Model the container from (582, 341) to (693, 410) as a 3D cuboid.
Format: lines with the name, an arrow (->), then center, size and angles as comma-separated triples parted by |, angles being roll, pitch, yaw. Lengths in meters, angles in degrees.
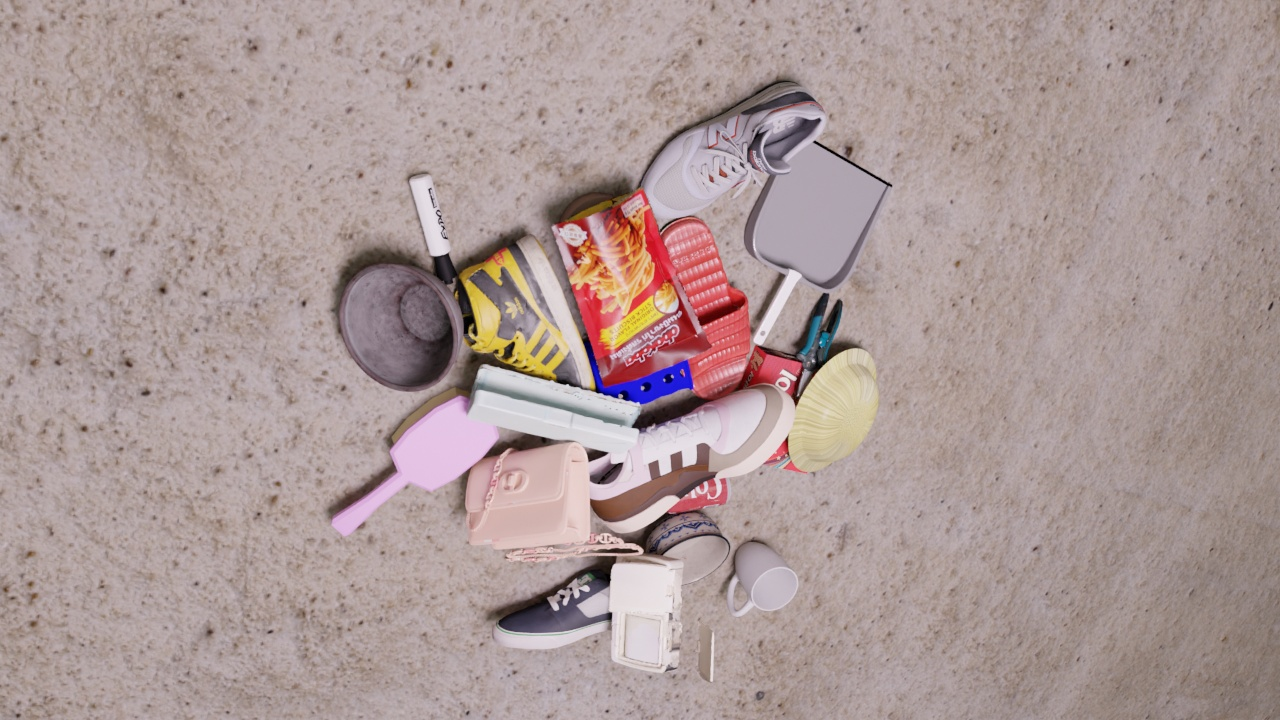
container -> -0.007, 0.007, 1.133 | 0.113, 0.084, 0.085 | -20, 117, -9

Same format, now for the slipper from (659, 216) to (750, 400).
slipper -> 0.085, -0.057, 1.153 | 0.103, 0.059, 0.249 | -20, 115, -10

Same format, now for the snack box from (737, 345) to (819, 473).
snack box -> 0.193, 0.069, 1.252 | 0.132, 0.036, 0.152 | 13, 106, -23

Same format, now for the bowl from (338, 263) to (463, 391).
bowl -> -0.254, -0.044, 1.020 | 0.145, 0.067, 0.145 | 6, 111, 16

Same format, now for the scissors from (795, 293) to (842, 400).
scissors -> 0.240, -0.018, 1.214 | 0.135, 0.019, 0.130 | -22, 95, -21

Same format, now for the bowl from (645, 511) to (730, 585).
bowl -> 0.059, 0.252, 1.259 | 0.115, 0.059, 0.116 | -14, 137, -13

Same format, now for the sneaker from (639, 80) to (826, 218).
sneaker -> 0.114, -0.237, 1.050 | 0.239, 0.124, 0.089 | -37, 118, -2

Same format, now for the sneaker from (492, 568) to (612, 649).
sneaker -> -0.087, 0.327, 1.243 | 0.235, 0.084, 0.079 | -7, 104, -22

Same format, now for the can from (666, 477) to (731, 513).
can -> 0.070, 0.176, 1.245 | 0.096, 0.054, 0.054 | -7, 113, -16

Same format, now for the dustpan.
dustpan -> 0.204, -0.139, 1.173 | 0.163, 0.033, 0.258 | 22, 103, -25

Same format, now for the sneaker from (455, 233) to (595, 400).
sneaker -> -0.137, -0.018, 1.076 | 0.122, 0.086, 0.239 | -24, 115, -11

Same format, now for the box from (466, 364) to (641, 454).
box -> -0.102, 0.066, 1.073 | 0.199, 0.072, 0.086 | 14, 125, -13

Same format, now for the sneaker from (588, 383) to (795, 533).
sneaker -> 0.048, 0.100, 1.156 | 0.294, 0.111, 0.116 | -30, 134, 12

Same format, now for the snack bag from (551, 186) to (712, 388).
snack bag -> -0.014, -0.081, 1.055 | 0.138, 0.067, 0.208 | -25, 110, -14

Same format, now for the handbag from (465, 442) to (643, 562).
handbag -> -0.116, 0.181, 1.155 | 0.199, 0.116, 0.187 | -13, 155, 30

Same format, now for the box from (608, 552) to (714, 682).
box -> 0.027, 0.320, 1.145 | 0.080, 0.182, 0.143 | 9, 80, -50

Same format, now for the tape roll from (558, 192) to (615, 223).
tape roll -> -0.049, -0.149, 1.084 | 0.093, 0.030, 0.094 | -7, 113, -16

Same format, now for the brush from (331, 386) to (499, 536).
brush -> -0.278, 0.126, 1.112 | 0.228, 0.043, 0.089 | -38, 118, -1

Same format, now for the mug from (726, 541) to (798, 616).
mug -> 0.160, 0.314, 1.311 | 0.107, 0.089, 0.071 | -46, 118, 3

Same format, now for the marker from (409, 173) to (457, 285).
marker -> -0.231, -0.145, 1.028 | 0.025, 0.025, 0.126 | -16, 116, -12

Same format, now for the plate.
plate -> 0.276, 0.076, 1.243 | 0.183, 0.036, 0.185 | -23, 127, -34
